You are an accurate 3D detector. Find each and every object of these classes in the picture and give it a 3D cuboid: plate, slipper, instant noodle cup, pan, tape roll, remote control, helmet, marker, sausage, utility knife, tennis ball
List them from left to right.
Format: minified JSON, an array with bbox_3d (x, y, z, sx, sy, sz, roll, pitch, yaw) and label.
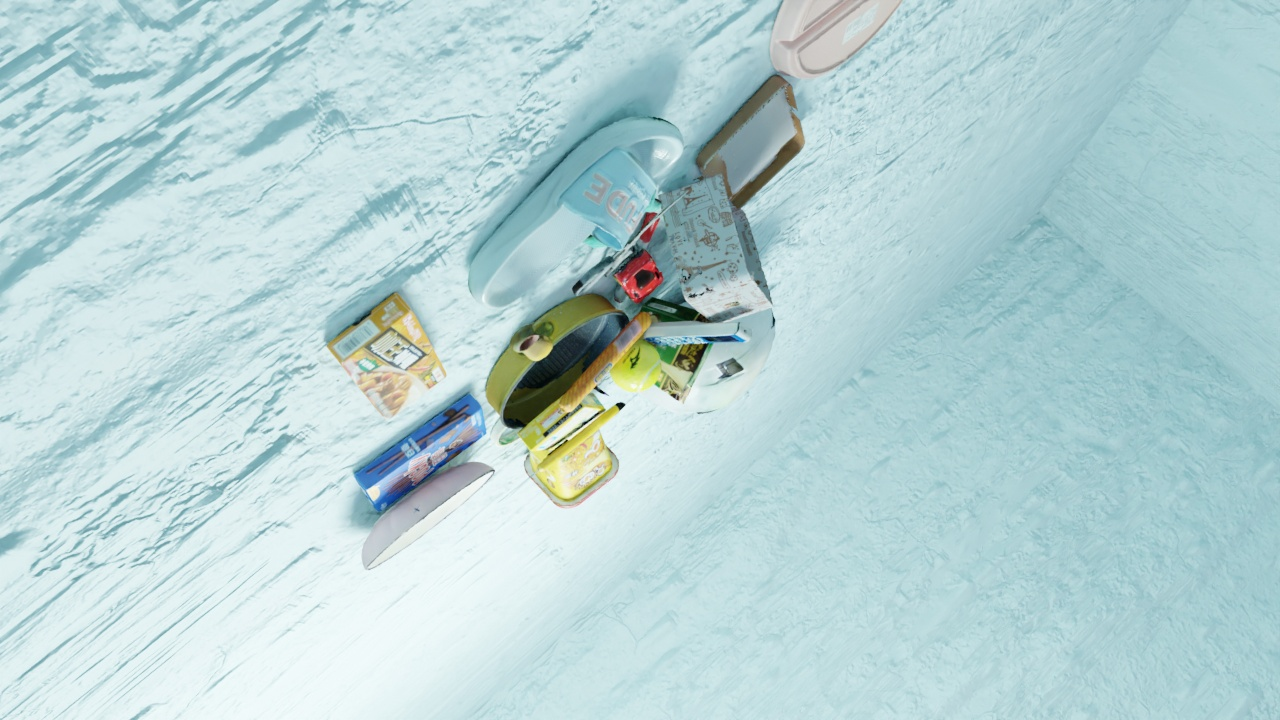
[{"bbox_3d":[-0.265,0.181,1.123,0.192,0.039,0.192,-39,175,-4],"label":"plate"},{"bbox_3d":[-0.160,0.080,1.206,0.085,0.014,0.086,-39,163,-15],"label":"tape roll"},{"bbox_3d":[-0.101,-0.005,1.023,0.197,0.078,0.357,-43,163,-2],"label":"pan"},{"bbox_3d":[-0.101,0.115,1.170,0.222,0.015,0.033,-37,172,-30],"label":"utility knife"},{"bbox_3d":[-0.103,0.128,1.301,0.116,0.116,0.124,-36,150,-20],"label":"instant noodle cup"},{"bbox_3d":[-0.053,-0.129,0.842,0.245,0.074,0.104,-42,162,1],"label":"slipper"},{"bbox_3d":[-0.041,0.002,1.087,0.165,0.021,0.021,-48,164,-8],"label":"sausage"},{"bbox_3d":[-0.007,0.007,1.128,0.065,0.065,0.065,-39,162,-15],"label":"tennis ball"},{"bbox_3d":[-0.006,-0.118,1.071,0.017,0.017,0.146,-31,159,-36],"label":"marker"},{"bbox_3d":[0.067,-0.033,1.100,0.049,0.125,0.024,19,72,-63],"label":"remote control"},{"bbox_3d":[0.111,-0.015,1.360,0.257,0.146,0.230,-30,159,-37],"label":"helmet"},{"bbox_3d":[0.224,-0.382,0.935,0.229,0.028,0.230,-39,163,-15],"label":"plate"}]

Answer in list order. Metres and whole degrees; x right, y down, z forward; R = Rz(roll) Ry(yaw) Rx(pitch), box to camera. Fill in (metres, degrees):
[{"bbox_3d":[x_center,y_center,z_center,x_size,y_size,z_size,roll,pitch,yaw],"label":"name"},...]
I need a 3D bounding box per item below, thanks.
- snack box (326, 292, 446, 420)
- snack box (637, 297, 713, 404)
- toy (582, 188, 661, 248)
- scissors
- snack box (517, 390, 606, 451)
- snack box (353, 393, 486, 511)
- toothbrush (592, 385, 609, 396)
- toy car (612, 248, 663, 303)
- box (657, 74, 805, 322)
[{"bbox_3d":[-0.228,0.001,0.839,0.075,0.026,0.154,-39,163,-15],"label":"snack box"},{"bbox_3d":[0.039,-0.025,1.195,0.118,0.105,0.118,-64,177,15],"label":"snack box"},{"bbox_3d":[-0.013,-0.151,0.954,0.092,0.030,0.096,-46,166,21],"label":"toy"},{"bbox_3d":[-0.014,-0.120,0.967,0.164,0.014,0.164,-38,-179,-2],"label":"scissors"},{"bbox_3d":[-0.097,0.077,1.162,0.087,0.033,0.140,-40,169,4],"label":"snack box"},{"bbox_3d":[-0.247,0.106,1.048,0.157,0.026,0.085,-37,163,-20],"label":"snack box"},{"bbox_3d":[-0.057,0.034,1.187,0.016,0.014,0.189,-55,170,-1],"label":"toothbrush"},{"bbox_3d":[0.002,-0.094,1.064,0.049,0.031,0.106,-41,164,0],"label":"toy car"},{"bbox_3d":[0.107,-0.177,1.059,0.179,0.136,0.269,28,77,-72],"label":"box"}]
